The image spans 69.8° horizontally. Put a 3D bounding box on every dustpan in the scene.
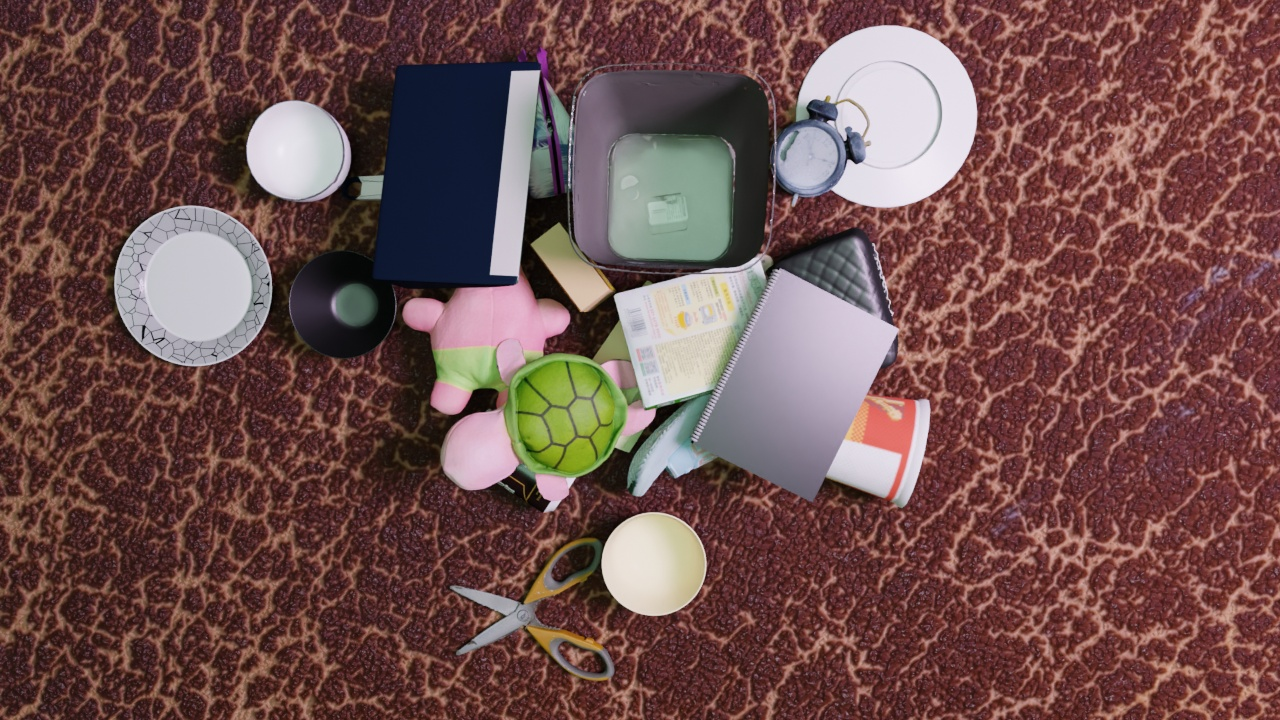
[{"bbox_3d":[-0.232,-0.198,1.014,0.273,0.080,0.236,4,86,17],"label":"dustpan"}]

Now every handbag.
[{"bbox_3d":[0.218,-0.066,1.050,0.125,0.114,0.154,-16,104,19],"label":"handbag"},{"bbox_3d":[-0.107,-0.276,1.024,0.068,0.145,0.169,-11,66,-6],"label":"handbag"}]

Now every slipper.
[{"bbox_3d":[0.080,0.072,1.048,0.245,0.104,0.074,-43,88,-1],"label":"slipper"}]

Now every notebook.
[{"bbox_3d":[0.163,0.026,0.977,0.149,0.016,0.206,26,91,-5],"label":"notebook"}]

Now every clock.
[{"bbox_3d":[0.201,-0.240,1.041,0.129,0.052,0.090,-43,90,14],"label":"clock"}]

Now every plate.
[{"bbox_3d":[0.286,-0.283,1.061,0.208,0.015,0.208,0,93,2],"label":"plate"},{"bbox_3d":[-0.530,-0.088,1.096,0.188,0.016,0.188,0,93,2],"label":"plate"}]

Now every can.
[{"bbox_3d":[-0.140,0.117,1.069,0.128,0.072,0.072,33,93,0],"label":"can"}]

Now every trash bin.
[{"bbox_3d":[0.031,-0.186,0.972,0.197,0.220,0.197,2,93,1],"label":"trash bin"}]

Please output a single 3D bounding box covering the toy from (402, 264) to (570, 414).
[{"bbox_3d":[-0.174,-0.055,1.048,0.192,0.097,0.236,3,92,-11],"label":"toy"}]

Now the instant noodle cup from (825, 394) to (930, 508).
[{"bbox_3d":[0.248,0.090,1.038,0.121,0.123,0.123,13,93,8],"label":"instant noodle cup"}]

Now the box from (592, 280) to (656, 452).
[{"bbox_3d":[0.004,0.012,1.074,0.083,0.091,0.188,32,95,-35],"label":"box"}]

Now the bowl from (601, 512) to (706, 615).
[{"bbox_3d":[0.016,0.228,1.070,0.118,0.074,0.118,0,93,2],"label":"bowl"}]

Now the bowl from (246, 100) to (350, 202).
[{"bbox_3d":[-0.387,-0.236,1.059,0.113,0.063,0.113,0,92,3],"label":"bowl"}]

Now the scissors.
[{"bbox_3d":[-0.117,0.314,1.108,0.225,0.016,0.225,-36,91,4],"label":"scissors"}]

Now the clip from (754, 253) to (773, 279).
[{"bbox_3d":[0.136,-0.098,1.076,0.024,0.044,0.062,21,112,1],"label":"clip"}]

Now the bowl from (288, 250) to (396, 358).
[{"bbox_3d":[-0.340,-0.065,1.074,0.124,0.052,0.124,0,93,2],"label":"bowl"}]

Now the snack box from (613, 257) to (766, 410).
[{"bbox_3d":[0.067,-0.029,1.005,0.168,0.027,0.132,-15,78,-3],"label":"snack box"}]

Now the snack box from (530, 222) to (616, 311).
[{"bbox_3d":[-0.072,-0.102,1.027,0.040,0.125,0.088,-37,92,3],"label":"snack box"}]

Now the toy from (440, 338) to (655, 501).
[{"bbox_3d":[-0.103,0.067,0.998,0.238,0.088,0.190,-17,102,-10],"label":"toy"}]
